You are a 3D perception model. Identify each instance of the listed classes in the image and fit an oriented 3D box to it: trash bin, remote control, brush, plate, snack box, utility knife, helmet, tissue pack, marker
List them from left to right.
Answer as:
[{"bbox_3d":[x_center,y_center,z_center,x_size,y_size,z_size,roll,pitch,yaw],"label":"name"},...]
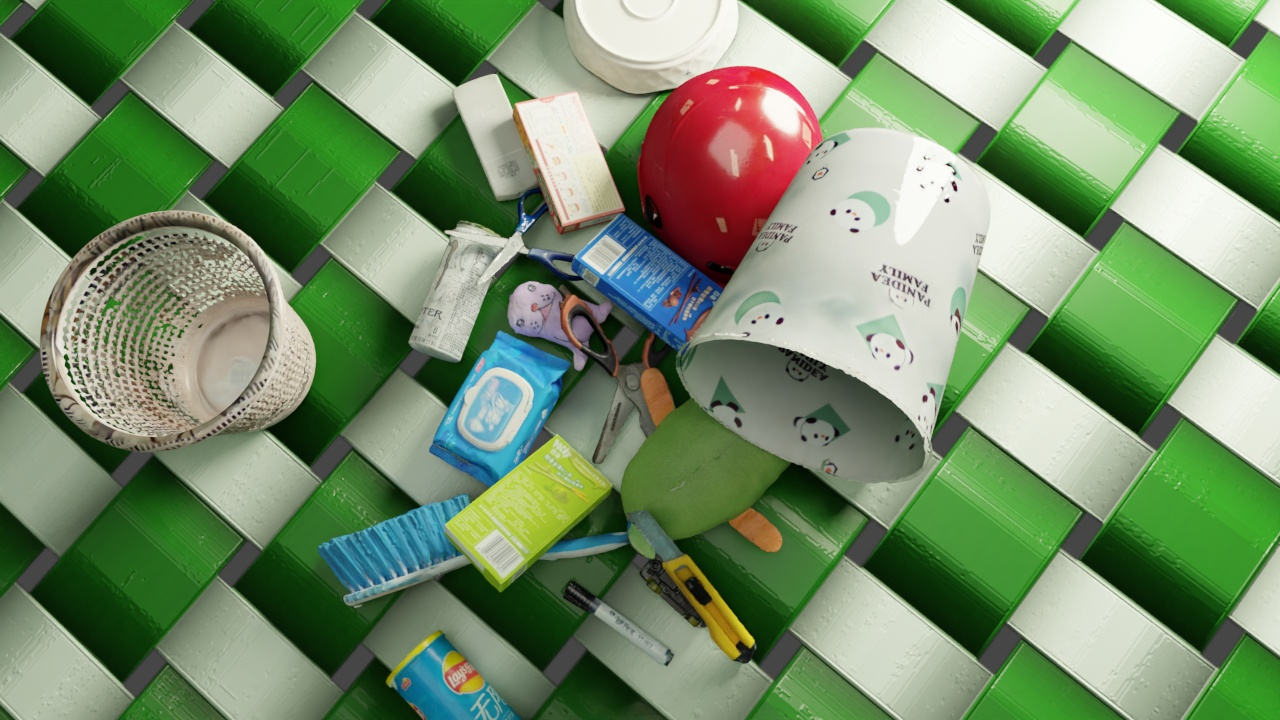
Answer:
[{"bbox_3d":[-0.434,-0.012,0.925,0.227,0.192,0.227,0,79,2],"label":"trash bin"},{"bbox_3d":[-0.165,0.187,0.950,0.314,0.060,0.109,-19,84,-4],"label":"brush"},{"bbox_3d":[-0.164,-0.254,1.048,0.058,0.021,0.150,-22,79,-5],"label":"remote control"},{"bbox_3d":[-0.148,0.050,0.970,0.095,0.052,0.157,28,82,10],"label":"tissue pack"},{"bbox_3d":[-0.112,0.151,0.928,0.086,0.026,0.156,40,58,17],"label":"snack box"},{"bbox_3d":[-0.081,-0.222,1.025,0.077,0.027,0.155,-17,78,-19],"label":"snack box"},{"bbox_3d":[-0.024,0.271,0.941,0.131,0.018,0.022,34,74,9],"label":"marker"},{"bbox_3d":[0.011,-0.412,1.061,0.205,0.045,0.204,-1,79,3],"label":"plate"},{"bbox_3d":[0.013,-0.081,0.972,0.157,0.026,0.084,38,60,7],"label":"snack box"},{"bbox_3d":[0.052,0.222,0.892,0.033,0.015,0.219,-38,111,-6],"label":"utility knife"},{"bbox_3d":[0.102,-0.203,0.968,0.207,0.144,0.240,-12,79,-2],"label":"helmet"},{"bbox_3d":[0.188,-0.054,0.829,0.229,0.230,0.251,26,67,7],"label":"trash bin"}]

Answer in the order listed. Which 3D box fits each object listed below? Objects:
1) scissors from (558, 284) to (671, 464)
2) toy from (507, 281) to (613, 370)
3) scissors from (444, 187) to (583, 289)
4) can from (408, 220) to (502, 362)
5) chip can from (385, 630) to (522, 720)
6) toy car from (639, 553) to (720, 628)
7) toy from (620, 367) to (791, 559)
[{"bbox_3d":[-0.009,0.003,0.979,0.188,0.015,0.226,-34,94,-19],"label":"scissors"},{"bbox_3d":[-0.094,-0.044,0.994,0.108,0.039,0.083,22,83,2],"label":"toy"},{"bbox_3d":[-0.125,-0.127,0.992,0.162,0.012,0.175,28,53,-15],"label":"scissors"},{"bbox_3d":[-0.199,-0.074,0.996,0.058,0.058,0.146,18,80,6],"label":"can"},{"bbox_3d":[-0.152,0.366,0.900,0.210,0.071,0.071,43,83,10],"label":"chip can"},{"bbox_3d":[0.043,0.233,0.936,0.090,0.035,0.042,41,85,4],"label":"toy car"},{"bbox_3d":[0.078,0.095,0.935,0.246,0.090,0.227,-37,78,-1],"label":"toy"}]
